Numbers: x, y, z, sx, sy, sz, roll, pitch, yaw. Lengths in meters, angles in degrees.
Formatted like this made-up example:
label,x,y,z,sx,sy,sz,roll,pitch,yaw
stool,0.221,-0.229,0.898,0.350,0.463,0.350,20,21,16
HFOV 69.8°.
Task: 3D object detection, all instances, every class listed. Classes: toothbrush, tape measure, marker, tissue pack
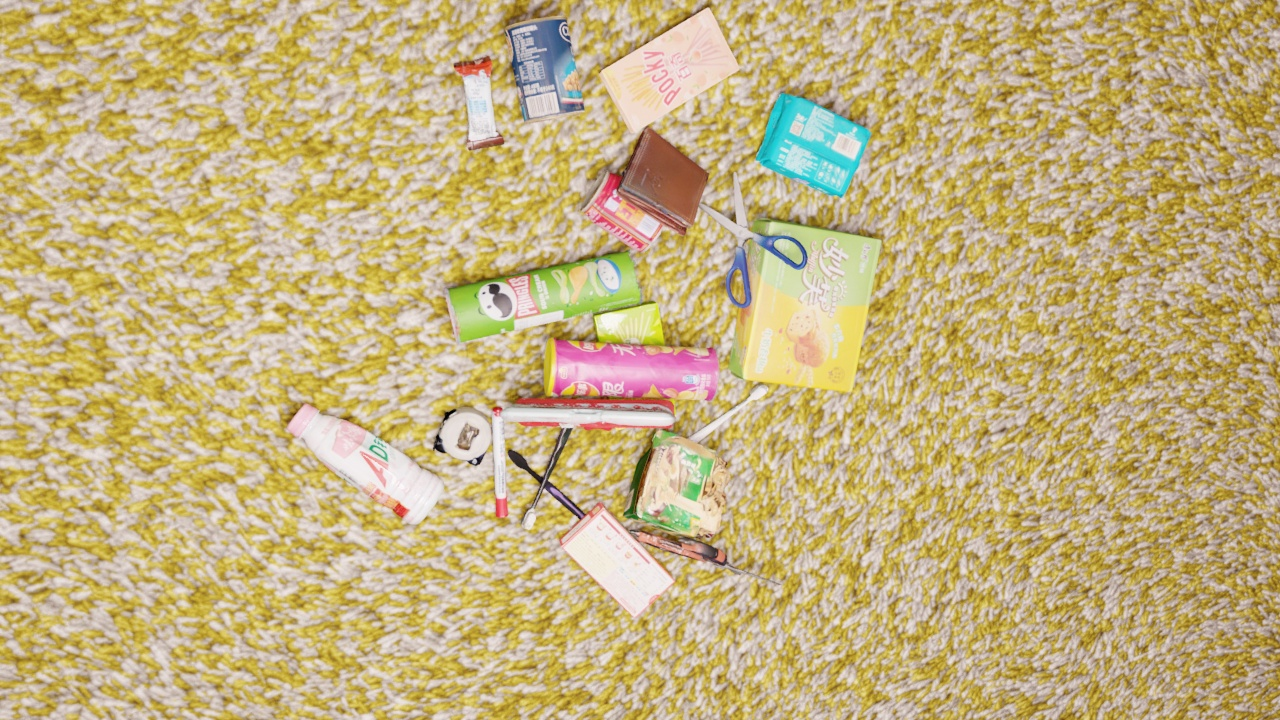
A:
label,x,y,z,sx,sy,sz,roll,pitch,yaw
toothbrush,0.097,0.087,1.240,0.180,0.016,0.016,-36,104,-1
tape measure,-0.221,0.093,1.159,0.065,0.033,0.066,21,96,-17
marker,-0.181,0.132,1.184,0.017,0.017,0.145,-3,101,-12
tissue pack,0.220,-0.274,1.176,0.133,0.050,0.093,21,97,-15
toothbrush,-0.108,0.178,1.214,0.014,0.017,0.189,-45,110,1
toothbrush,-0.114,0.135,1.189,0.015,0.018,0.181,24,85,-21

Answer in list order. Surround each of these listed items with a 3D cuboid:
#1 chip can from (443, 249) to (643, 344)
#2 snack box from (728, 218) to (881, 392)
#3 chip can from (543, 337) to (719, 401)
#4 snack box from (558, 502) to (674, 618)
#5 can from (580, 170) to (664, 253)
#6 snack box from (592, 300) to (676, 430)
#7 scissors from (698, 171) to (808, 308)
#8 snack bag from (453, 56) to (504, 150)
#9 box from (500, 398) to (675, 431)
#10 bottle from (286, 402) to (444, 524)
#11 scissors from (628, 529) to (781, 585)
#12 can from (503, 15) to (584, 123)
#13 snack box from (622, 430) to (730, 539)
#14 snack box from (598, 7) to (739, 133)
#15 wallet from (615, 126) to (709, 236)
label,x,y,z,sx,sy,sz,roll,pitch,yaw
chip can,-0.118,-0.079,1.129,0.236,0.072,0.072,-13,103,-11
snack box,0.213,-0.071,1.204,0.157,0.070,0.210,7,100,-13
chip can,-0.012,0.012,1.141,0.210,0.071,0.071,3,100,-12
snack box,-0.031,0.270,1.235,0.077,0.027,0.156,-42,110,-2
can,-0.020,-0.184,1.132,0.093,0.066,0.066,31,93,-16
snack box,-0.007,0.007,1.193,0.085,0.026,0.156,-12,104,-9
scissors,0.134,-0.147,1.150,0.162,0.012,0.174,15,100,29
snack bag,-0.192,-0.305,1.090,0.048,0.026,0.104,-10,104,-4
box,-0.058,0.063,1.107,0.201,0.158,0.039,1,83,3
bottle,-0.338,0.123,1.125,0.197,0.068,0.068,37,91,-12
scissors,0.091,0.258,1.199,0.225,0.189,0.015,20,74,-5
can,-0.112,-0.338,1.077,0.075,0.075,0.111,-13,104,-10
snack box,0.036,0.171,1.183,0.117,0.106,0.118,24,65,-16
snack box,0.036,-0.356,1.131,0.157,0.026,0.084,-32,106,-5
wallet,0.029,-0.220,1.121,0.101,0.032,0.124,31,49,-14
